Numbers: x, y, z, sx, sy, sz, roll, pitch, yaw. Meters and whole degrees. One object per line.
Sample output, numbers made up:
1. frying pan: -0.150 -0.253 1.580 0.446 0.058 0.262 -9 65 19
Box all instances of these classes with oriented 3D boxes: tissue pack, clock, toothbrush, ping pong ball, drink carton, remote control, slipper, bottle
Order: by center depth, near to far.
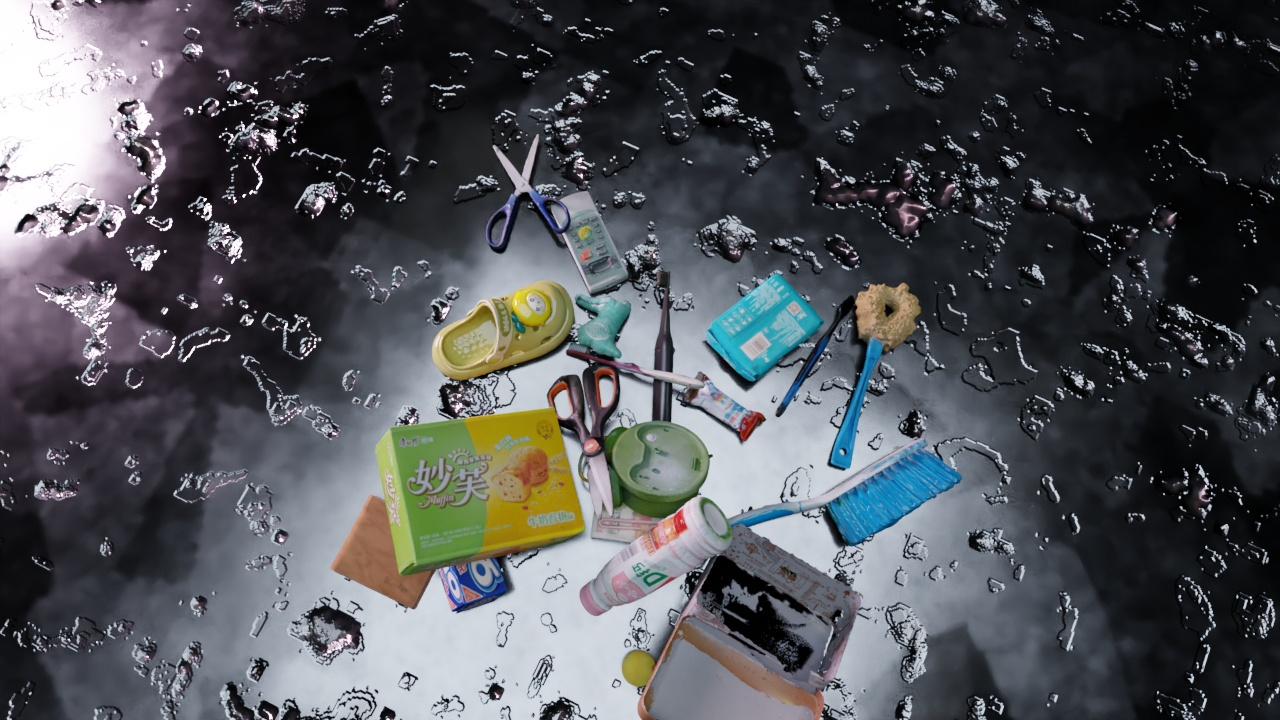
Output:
1. bottle: 0.013 0.233 1.058 0.197 0.068 0.068 -38 78 22
2. ping pong ball: -0.002 0.360 1.073 0.040 0.040 0.040 0 76 -1
3. clock: 0.006 0.130 1.100 0.161 0.056 0.115 9 43 3
4. drink carton: 0.002 0.198 1.111 0.122 0.045 0.053 8 77 1
5. slipper: -0.173 -0.039 1.148 0.190 0.082 0.091 -25 81 -5
6. toothbrush: -0.007 0.007 1.155 0.188 0.016 0.017 14 65 16
7. tissue pack: 0.159 -0.043 1.171 0.133 0.050 0.093 -38 78 -10
8. toothbrush: 0.029 -0.015 1.173 0.027 0.026 0.212 7 75 -22
9. toothbrush: 0.225 -0.006 1.185 0.014 0.016 0.189 34 80 -3
10. remote control: -0.068 -0.157 1.209 0.056 0.019 0.135 -23 78 -7

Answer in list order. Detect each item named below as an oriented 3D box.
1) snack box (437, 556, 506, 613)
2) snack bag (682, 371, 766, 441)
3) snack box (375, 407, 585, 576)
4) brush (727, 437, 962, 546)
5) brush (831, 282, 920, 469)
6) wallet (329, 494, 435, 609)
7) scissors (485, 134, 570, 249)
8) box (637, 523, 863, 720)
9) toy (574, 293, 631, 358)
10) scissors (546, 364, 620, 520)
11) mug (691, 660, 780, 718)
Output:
1. snack box: -0.222 0.191 1.092 0.058 0.057 0.207 -12 74 -35
2. snack bag: 0.106 0.059 1.157 0.105 0.026 0.045 34 81 9
3. snack box: -0.183 0.147 1.055 0.209 0.070 0.157 -6 70 -31
4. brush: 0.230 0.183 1.120 0.314 0.060 0.109 -29 73 -6
5. brush: 0.290 0.015 1.170 0.083 0.046 0.254 19 80 -1
6. wallet: -0.301 0.231 1.110 0.115 0.020 0.101 25 78 2
7. scissors: -0.154 -0.219 1.217 0.174 0.012 0.162 34 85 19
8. box: 0.120 0.325 1.001 0.177 0.082 0.258 29 45 6
9. toy: -0.050 -0.050 1.175 0.096 0.030 0.091 24 56 12
10. scissors: -0.045 0.087 1.088 0.148 0.022 0.235 -35 47 -10
11. mug: 0.108 0.377 1.057 0.123 0.078 0.078 12 76 -3
